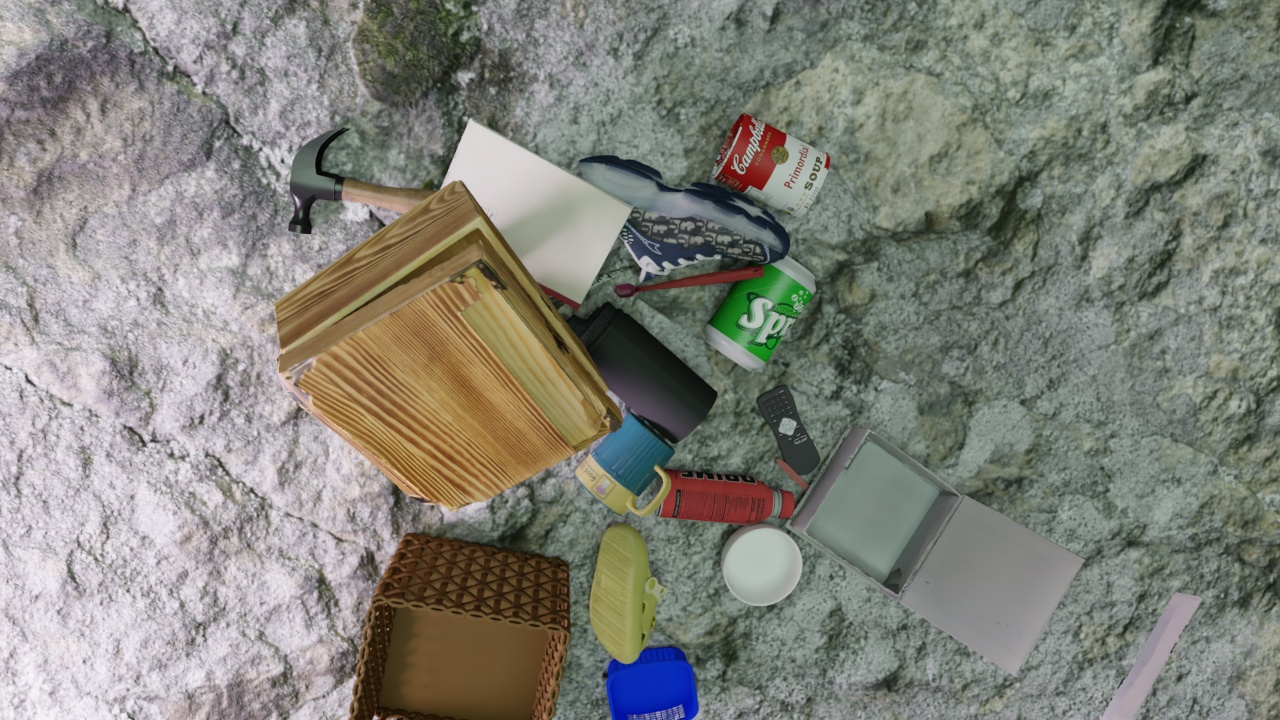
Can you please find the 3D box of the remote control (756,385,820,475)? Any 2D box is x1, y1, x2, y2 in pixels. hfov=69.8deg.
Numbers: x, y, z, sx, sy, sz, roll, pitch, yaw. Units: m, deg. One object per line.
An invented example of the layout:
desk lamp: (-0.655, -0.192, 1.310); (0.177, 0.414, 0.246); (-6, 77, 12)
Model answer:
remote control: (0.195, 0.094, 1.199); (0.046, 0.009, 0.124); (-26, 100, 0)

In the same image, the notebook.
notebook: (-0.134, -0.166, 1.075); (0.208, 0.012, 0.153); (28, 117, -7)

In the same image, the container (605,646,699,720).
container: (0.014, 0.431, 1.212); (0.114, 0.058, 0.096); (-10, 99, -3)

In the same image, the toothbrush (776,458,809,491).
toothbrush: (0.243, 0.191, 1.212); (0.184, 0.015, 0.015); (44, 93, -11)

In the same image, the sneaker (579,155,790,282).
sneaker: (0.040, -0.149, 1.099); (0.269, 0.103, 0.132); (20, 110, 9)

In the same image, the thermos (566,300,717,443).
thermos: (-0.007, 0.007, 1.131); (0.198, 0.086, 0.086); (41, 93, -9)

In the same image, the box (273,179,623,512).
box: (-0.197, 0.006, 0.945); (0.245, 0.168, 0.279); (-32, 134, 3)

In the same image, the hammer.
hammer: (-0.262, -0.194, 1.108); (0.305, 0.040, 0.132); (10, 101, -7)

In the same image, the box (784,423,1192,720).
box: (0.427, 0.274, 1.150); (0.479, 0.119, 0.166); (32, 85, 13)

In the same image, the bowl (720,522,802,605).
bowl: (0.154, 0.262, 1.200); (0.105, 0.054, 0.105); (-1, 98, -7)

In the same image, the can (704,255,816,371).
can: (0.147, -0.063, 1.133); (0.088, 0.088, 0.140); (33, 95, -9)

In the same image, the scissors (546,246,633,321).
scissors: (-0.095, -0.088, 1.147); (0.154, 0.012, 0.163); (20, 98, -8)

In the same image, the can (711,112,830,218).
can: (0.157, -0.235, 1.108); (0.116, 0.086, 0.087); (24, 96, -7)

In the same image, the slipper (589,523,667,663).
slipper: (-0.012, 0.294, 1.186); (0.081, 0.092, 0.191); (-13, 114, -43)

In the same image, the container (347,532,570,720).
container: (-0.215, 0.375, 1.106); (0.219, 0.214, 0.252); (11, 97, -6)

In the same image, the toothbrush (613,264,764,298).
toothbrush: (0.057, -0.097, 1.118); (0.190, 0.016, 0.016); (-7, 79, 21)

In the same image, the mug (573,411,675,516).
mug: (-0.009, 0.138, 1.143); (0.107, 0.083, 0.113); (-48, 56, 0)

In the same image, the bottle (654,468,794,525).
bottle: (0.109, 0.178, 1.179); (0.176, 0.062, 0.062); (6, 98, -5)
